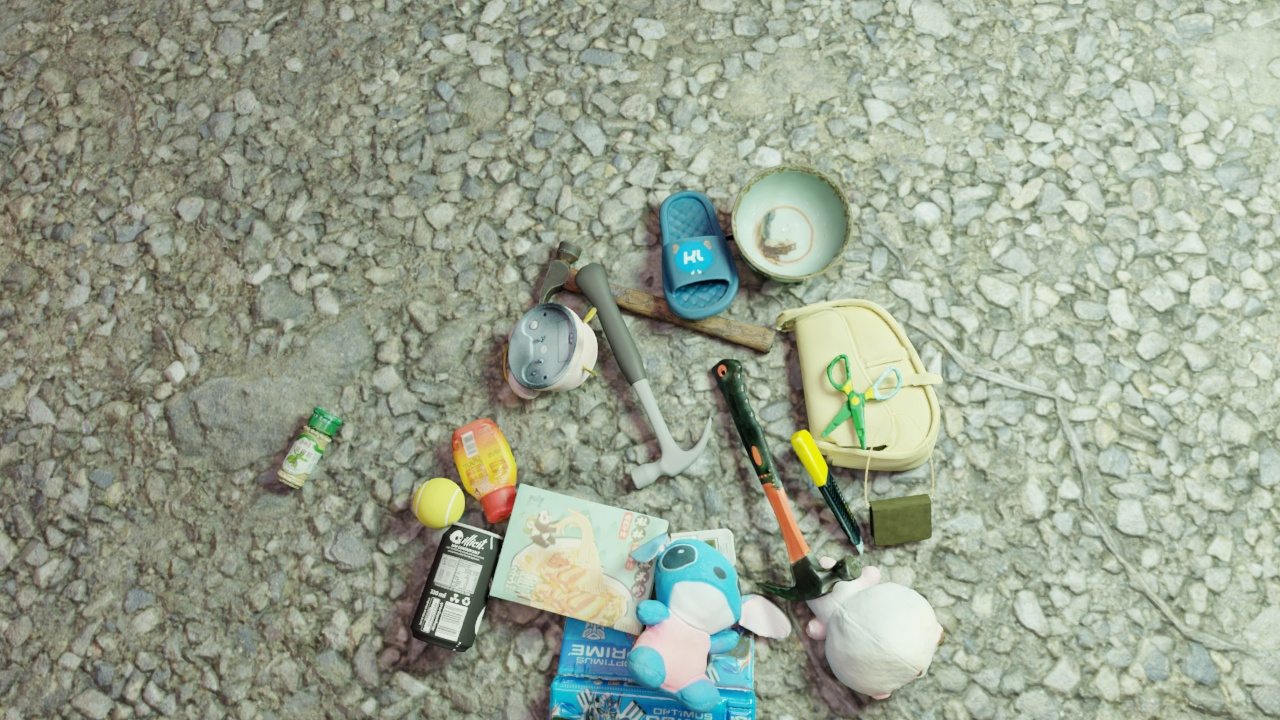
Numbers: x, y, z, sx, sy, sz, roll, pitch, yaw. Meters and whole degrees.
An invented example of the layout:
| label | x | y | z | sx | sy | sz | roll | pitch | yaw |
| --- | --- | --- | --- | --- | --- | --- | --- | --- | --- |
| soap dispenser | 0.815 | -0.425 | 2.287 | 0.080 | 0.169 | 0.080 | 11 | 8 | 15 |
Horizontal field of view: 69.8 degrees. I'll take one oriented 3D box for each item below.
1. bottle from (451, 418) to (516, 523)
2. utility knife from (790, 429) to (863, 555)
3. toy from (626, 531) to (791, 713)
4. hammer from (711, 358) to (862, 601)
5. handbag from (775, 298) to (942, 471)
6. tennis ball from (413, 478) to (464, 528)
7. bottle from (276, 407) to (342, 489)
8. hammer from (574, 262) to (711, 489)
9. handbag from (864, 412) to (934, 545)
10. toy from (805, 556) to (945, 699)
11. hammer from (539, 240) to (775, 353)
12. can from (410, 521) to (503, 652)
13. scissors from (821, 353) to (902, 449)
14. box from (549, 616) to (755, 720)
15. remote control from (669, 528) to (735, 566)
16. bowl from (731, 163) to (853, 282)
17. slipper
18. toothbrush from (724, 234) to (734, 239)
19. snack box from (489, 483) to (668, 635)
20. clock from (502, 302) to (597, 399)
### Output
| label | x | y | z | sx | sy | sz | roll | pitch | yaw |
| --- | --- | --- | --- | --- | --- | --- | --- | --- | --- |
| bottle | -0.199 | 0.147 | 1.205 | 0.071 | 0.048 | 0.134 | -24 | 71 | -1 |
| utility knife | 0.238 | 0.166 | 1.147 | 0.028 | 0.020 | 0.174 | -33 | 94 | -47 |
| toy | 0.066 | 0.308 | 1.072 | 0.224 | 0.099 | 0.191 | 34 | 58 | -21 |
| hammer | 0.160 | 0.141 | 1.158 | 0.133 | 0.033 | 0.332 | -39 | 58 | 36 |
| handbag | 0.280 | 0.028 | 1.180 | 0.191 | 0.088 | 0.232 | -8 | 72 | 6 |
| tennis ball | -0.261 | 0.185 | 1.190 | 0.065 | 0.065 | 0.065 | -2 | 72 | 5 |
| bottle | -0.450 | 0.119 | 1.243 | 0.043 | 0.043 | 0.109 | 26 | 78 | 13 |
| hammer | -0.008 | 0.007 | 1.224 | 0.125 | 0.029 | 0.310 | -25 | 77 | 2 |
| handbag | 0.313 | 0.142 | 1.113 | 0.084 | 0.027 | 0.178 | -8 | 115 | 3 |
| toy | 0.262 | 0.309 | 1.089 | 0.139 | 0.101 | 0.179 | -50 | 50 | 4 |
| hammer | 0.022 | -0.065 | 1.265 | 0.330 | 0.033 | 0.120 | 18 | 79 | 10 |
| can | -0.227 | 0.283 | 1.148 | 0.080 | 0.080 | 0.145 | 14 | 74 | 10 |
| scissors | 0.274 | 0.049 | 1.131 | 0.123 | 0.011 | 0.126 | -14 | 70 | 19 |
| box | 0.016 | 0.393 | 1.101 | 0.243 | 0.060 | 0.175 | 3 | 72 | 6 |
| remote control | 0.053 | 0.244 | 1.163 | 0.133 | 0.022 | 0.050 | -6 | 73 | 3 |
| bowl | 0.197 | -0.175 | 1.241 | 0.160 | 0.094 | 0.159 | 0 | 83 | -1 |
| slipper | 0.076 | -0.151 | 1.249 | 0.104 | 0.059 | 0.213 | -6 | 61 | -1 |
| toothbrush | 0.153 | -0.183 | 1.297 | 0.188 | 0.014 | 0.017 | -23 | 85 | -2 |
| snack box | -0.075 | 0.245 | 1.140 | 0.194 | 0.044 | 0.141 | 13 | 79 | 9 |
| clock | -0.129 | -0.009 | 1.227 | 0.158 | 0.058 | 0.116 | -16 | 67 | 31 |
